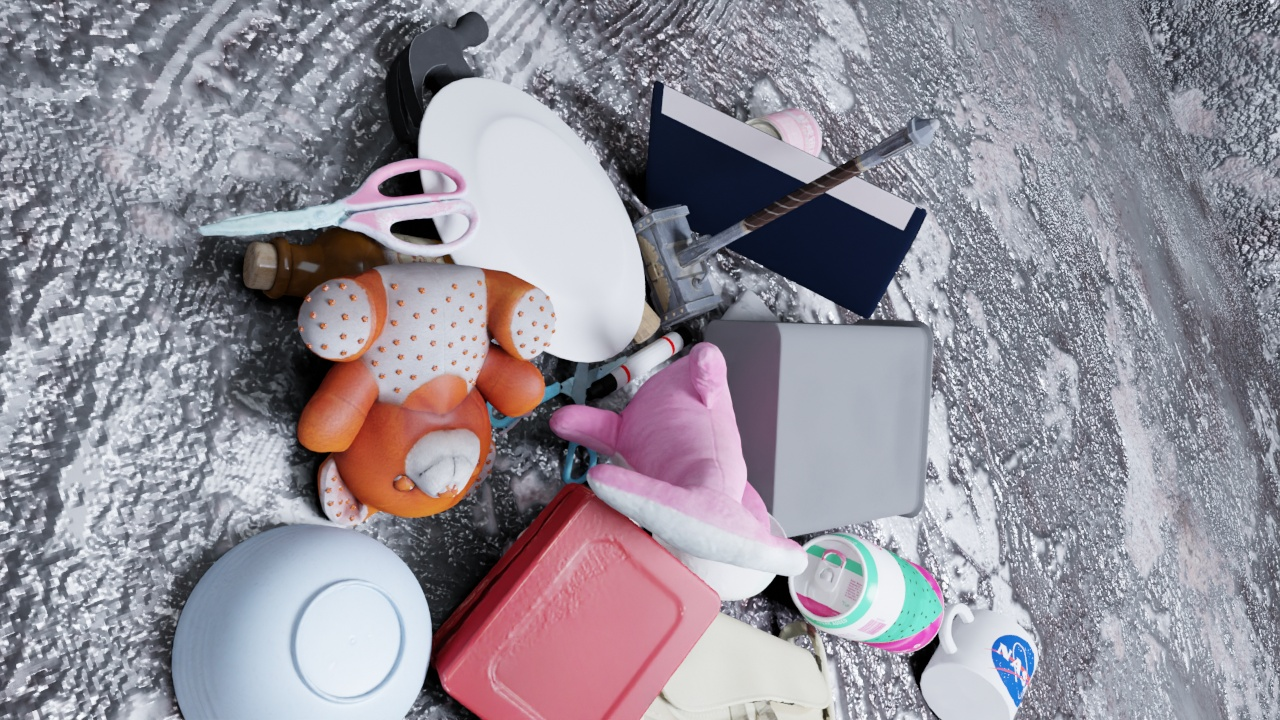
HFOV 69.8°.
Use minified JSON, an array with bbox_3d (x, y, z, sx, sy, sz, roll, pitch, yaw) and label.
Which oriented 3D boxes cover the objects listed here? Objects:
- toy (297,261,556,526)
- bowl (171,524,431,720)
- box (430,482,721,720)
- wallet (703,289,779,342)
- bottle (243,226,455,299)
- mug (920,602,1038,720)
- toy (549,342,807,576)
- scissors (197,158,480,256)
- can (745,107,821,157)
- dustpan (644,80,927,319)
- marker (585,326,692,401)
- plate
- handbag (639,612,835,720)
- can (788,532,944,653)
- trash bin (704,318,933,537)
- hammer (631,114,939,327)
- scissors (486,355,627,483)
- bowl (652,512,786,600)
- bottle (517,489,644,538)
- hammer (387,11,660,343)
[{"bbox_3d":[-0.139,0.026,0.586,0.163,0.093,0.173,-7,115,-38],"label":"toy"},{"bbox_3d":[-0.183,0.166,0.537,0.150,0.075,0.150,15,65,-37],"label":"bowl"},{"bbox_3d":[-0.047,0.175,0.610,0.129,0.087,0.158,42,78,-9],"label":"box"},{"bbox_3d":[0.096,-0.004,0.879,0.086,0.032,0.116,53,56,-13],"label":"wallet"},{"bbox_3d":[-0.185,-0.055,0.621,0.156,0.068,0.067,5,72,-41],"label":"bottle"},{"bbox_3d":[0.342,0.308,0.945,0.089,0.091,0.121,-36,98,-43],"label":"mug"},{"bbox_3d":[0.035,0.052,0.654,0.186,0.265,0.128,25,101,-12],"label":"toy"},{"bbox_3d":[-0.189,-0.091,0.584,0.173,0.017,0.076,-11,70,-26],"label":"scissors"},{"bbox_3d":[0.148,-0.232,0.984,0.076,0.067,0.067,-27,93,-43],"label":"can"},{"bbox_3d":[0.125,-0.136,0.833,0.236,0.274,0.080,29,67,11],"label":"dustpan"},{"bbox_3d":[-0.004,0.004,0.794,0.145,0.019,0.019,-31,96,-44],"label":"marker"},{"bbox_3d":[-0.070,-0.114,0.715,0.242,0.016,0.242,33,44,-39],"label":"plate"},{"bbox_3d":[0.074,0.259,0.706,0.229,0.132,0.183,31,49,-32],"label":"handbag"},{"bbox_3d":[0.209,0.214,0.842,0.165,0.088,0.088,30,56,-45],"label":"can"},{"bbox_3d":[0.164,0.056,0.843,0.219,0.098,0.192,-1,94,-41],"label":"trash bin"},{"bbox_3d":[0.102,-0.116,0.720,0.044,0.323,0.098,-19,88,-36],"label":"hammer"},{"bbox_3d":[-0.054,0.041,0.729,0.135,0.015,0.126,-27,100,-27],"label":"scissors"},{"bbox_3d":[0.058,0.147,0.717,0.104,0.105,0.054,-4,119,-43],"label":"bowl"},{"bbox_3d":[-0.030,0.124,0.706,0.145,0.051,0.051,-24,91,-44],"label":"bottle"},{"bbox_3d":[-0.085,-0.137,0.765,0.305,0.040,0.132,52,45,-16],"label":"hammer"}]
